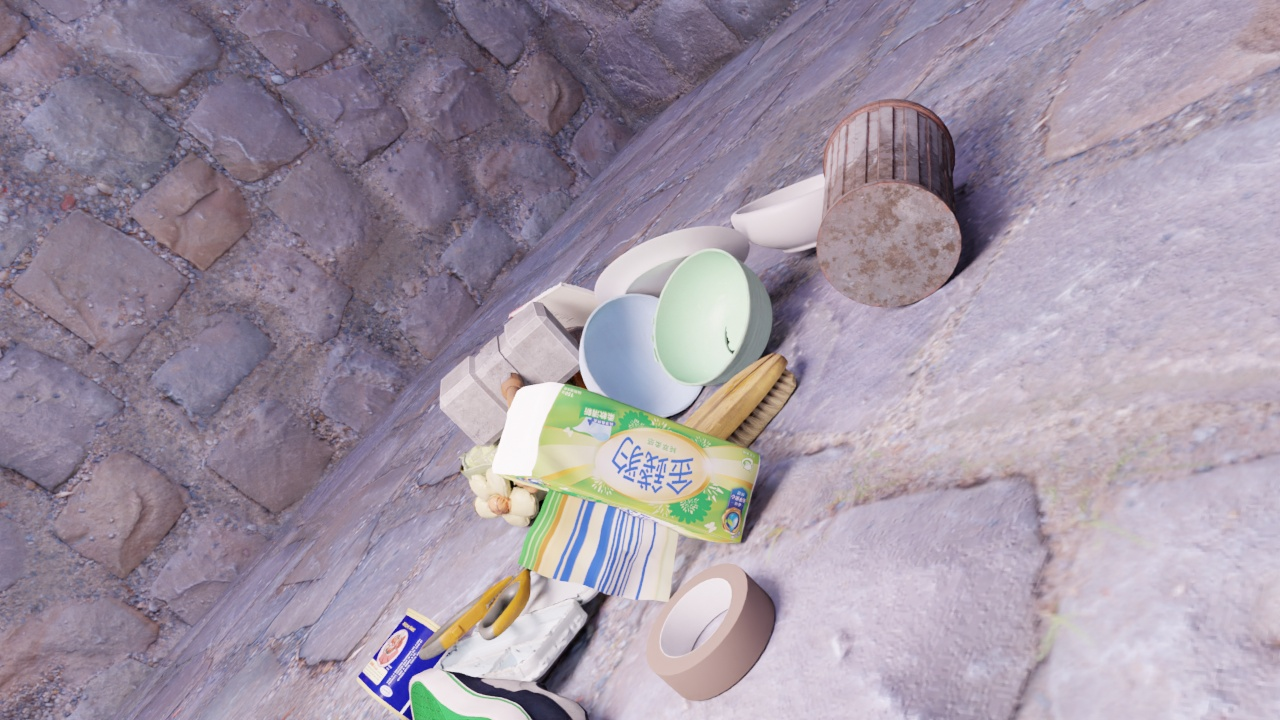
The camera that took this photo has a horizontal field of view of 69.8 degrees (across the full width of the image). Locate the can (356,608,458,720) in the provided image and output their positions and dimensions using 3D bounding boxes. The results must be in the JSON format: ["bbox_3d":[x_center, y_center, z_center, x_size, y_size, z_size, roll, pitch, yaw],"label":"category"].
[{"bbox_3d":[-0.248,0.326,0.987,0.092,0.056,0.116,-53,18,-23],"label":"can"}]

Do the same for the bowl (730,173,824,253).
[{"bbox_3d":[0.198,-0.170,1.072,0.177,0.066,0.176,-21,12,4],"label":"bowl"}]

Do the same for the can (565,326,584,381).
[{"bbox_3d":[-0.073,0.020,1.188,0.129,0.130,0.044,-48,16,-12],"label":"can"}]

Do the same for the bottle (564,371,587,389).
[{"bbox_3d":[-0.030,0.011,1.149,0.167,0.059,0.059,-26,14,-8],"label":"bottle"}]

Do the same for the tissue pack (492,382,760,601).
[{"bbox_3d":[-0.020,0.114,0.735,0.120,0.197,0.141,160,128,-70],"label":"tissue pack"}]

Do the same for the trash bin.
[{"bbox_3d":[0.236,-0.157,0.876,0.131,0.131,0.210,-34,20,32],"label":"trash bin"}]

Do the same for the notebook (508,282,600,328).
[{"bbox_3d":[-0.049,-0.050,1.209,0.153,0.208,0.012,-21,58,55],"label":"notebook"}]

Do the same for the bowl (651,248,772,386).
[{"bbox_3d":[0.088,-0.040,0.996,0.151,0.077,0.150,-20,64,48],"label":"bowl"}]

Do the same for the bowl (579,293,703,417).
[{"bbox_3d":[-0.006,0.006,1.058,0.150,0.150,0.075,-54,3,-30],"label":"bowl"}]

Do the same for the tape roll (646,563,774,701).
[{"bbox_3d":[0.048,0.189,0.644,0.094,0.030,0.093,-40,16,14],"label":"tape roll"}]

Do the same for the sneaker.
[{"bbox_3d":[-0.117,0.288,0.730,0.078,0.084,0.236,-8,-5,-35],"label":"sneaker"}]

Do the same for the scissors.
[{"bbox_3d":[-0.139,0.232,0.929,0.217,0.016,0.224,-36,6,20],"label":"scissors"}]

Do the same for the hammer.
[{"bbox_3d":[-0.134,0.050,0.986,0.163,0.083,0.317,-40,20,3],"label":"hammer"}]

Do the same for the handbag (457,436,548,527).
[{"bbox_3d":[-0.133,0.126,1.104,0.187,0.113,0.116,-36,18,23],"label":"handbag"}]

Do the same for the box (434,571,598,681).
[{"bbox_3d":[-0.111,0.249,0.870,0.209,0.037,0.188,-30,7,39],"label":"box"}]

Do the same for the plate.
[{"bbox_3d":[0.040,-0.096,1.070,0.188,0.016,0.189,-15,-21,-6],"label":"plate"}]

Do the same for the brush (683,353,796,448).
[{"bbox_3d":[0.071,0.070,0.864,0.195,0.043,0.059,-45,17,-7],"label":"brush"}]
